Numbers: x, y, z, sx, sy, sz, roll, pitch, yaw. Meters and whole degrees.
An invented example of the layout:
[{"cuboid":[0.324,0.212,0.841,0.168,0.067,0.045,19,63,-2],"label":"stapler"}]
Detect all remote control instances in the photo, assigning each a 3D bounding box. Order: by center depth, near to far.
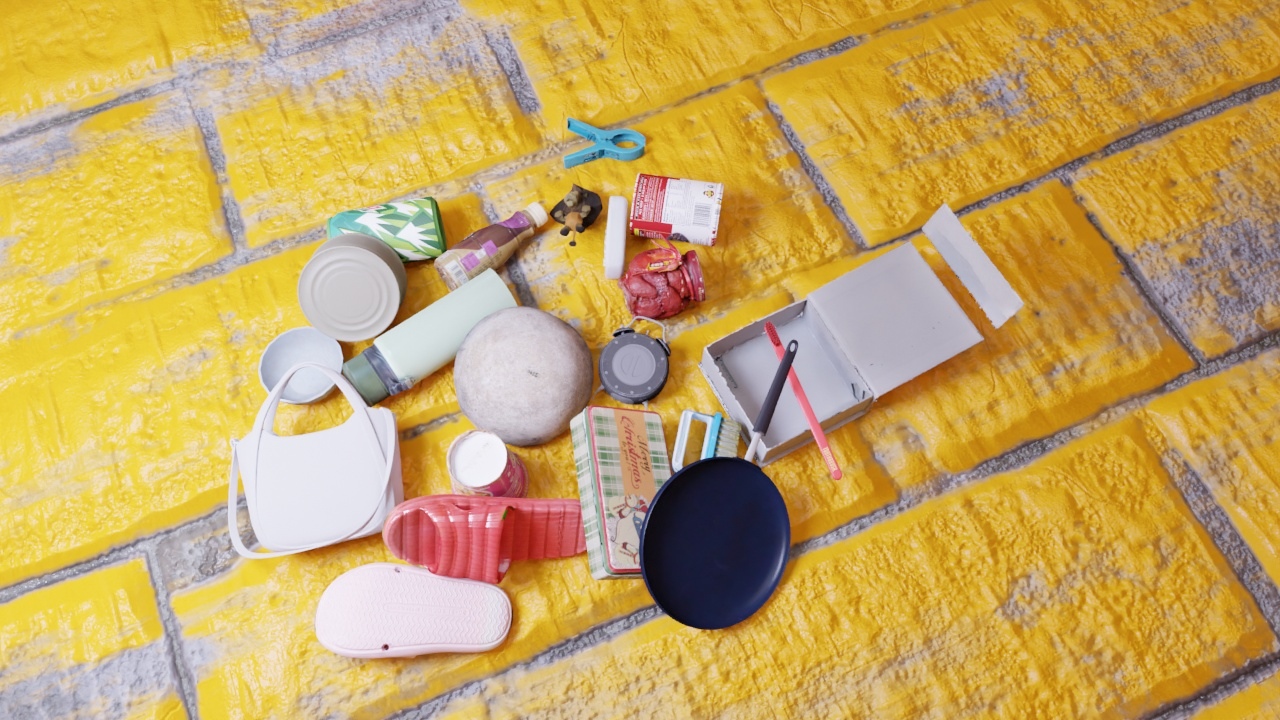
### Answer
[{"cuboid":[-0.034,-0.166,1.251,0.028,0.060,0.114,4,70,-2],"label":"remote control"}]

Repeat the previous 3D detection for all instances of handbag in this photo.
[{"cuboid":[-0.396,0.111,1.090,0.215,0.096,0.222,-12,83,-6],"label":"handbag"}]

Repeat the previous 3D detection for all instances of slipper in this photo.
[{"cuboid":[-0.167,0.207,1.050,0.248,0.104,0.059,3,26,-18],"label":"slipper"},{"cuboid":[-0.258,0.291,1.058,0.221,0.056,0.106,5,66,-10],"label":"slipper"}]

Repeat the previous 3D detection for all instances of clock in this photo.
[{"cuboid":[-0.007,0.007,1.184,0.091,0.044,0.122,20,74,5],"label":"clock"}]

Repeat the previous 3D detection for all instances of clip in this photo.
[{"cuboid":[-0.053,-0.306,1.330,0.119,0.027,0.102,0,70,0],"label":"clip"}]

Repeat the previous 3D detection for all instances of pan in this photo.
[{"cuboid":[0.117,0.138,1.073,0.198,0.021,0.356,27,80,-24],"label":"pan"}]

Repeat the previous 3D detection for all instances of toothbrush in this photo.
[{"cuboid":[0.194,0.045,1.104,0.012,0.018,0.212,-23,71,5],"label":"toothbrush"}]

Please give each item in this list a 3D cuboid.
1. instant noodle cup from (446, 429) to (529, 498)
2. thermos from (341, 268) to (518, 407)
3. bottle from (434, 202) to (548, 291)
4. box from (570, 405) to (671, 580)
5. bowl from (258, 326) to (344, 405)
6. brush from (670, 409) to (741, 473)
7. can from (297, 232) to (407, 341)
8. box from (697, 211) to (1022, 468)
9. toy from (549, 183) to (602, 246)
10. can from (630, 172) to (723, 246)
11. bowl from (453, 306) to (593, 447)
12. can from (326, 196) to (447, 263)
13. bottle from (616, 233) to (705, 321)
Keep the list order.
[{"cuboid":[-0.187,0.133,1.096,0.098,0.109,0.097,0,67,0],"label":"instant noodle cup"},{"cuboid":[-0.268,-0.025,1.179,0.231,0.082,0.082,-34,71,-14],"label":"thermos"},{"cuboid":[-0.198,-0.157,1.246,0.165,0.060,0.059,-39,72,-15],"label":"bottle"},{"cuboid":[-0.015,0.157,1.090,0.117,0.051,0.205,11,59,-37],"label":"box"},{"cuboid":[-0.432,0.012,1.184,0.106,0.039,0.106,0,67,0],"label":"bowl"},{"cuboid":[0.075,0.132,1.126,0.075,0.055,0.135,13,68,0],"label":"brush"},{"cuboid":[-0.368,-0.093,1.175,0.127,0.073,0.128,-2,109,-7],"label":"can"},{"cuboid":[0.272,-0.024,1.171,0.368,0.098,0.166,-28,70,-5],"label":"box"},{"cuboid":[-0.090,-0.198,1.260,0.076,0.063,0.100,-8,47,15],"label":"toy"},{"cuboid":[0.050,-0.206,1.253,0.116,0.087,0.086,8,67,4],"label":"can"},{"cuboid":[-0.140,0.016,1.133,0.178,0.081,0.178,1,83,-12],"label":"bowl"},{"cuboid":[-0.340,-0.169,1.238,0.144,0.083,0.083,-11,67,-5],"label":"can"},{"cuboid":[0.024,-0.106,1.205,0.111,0.099,0.098,-13,67,0],"label":"bottle"}]
